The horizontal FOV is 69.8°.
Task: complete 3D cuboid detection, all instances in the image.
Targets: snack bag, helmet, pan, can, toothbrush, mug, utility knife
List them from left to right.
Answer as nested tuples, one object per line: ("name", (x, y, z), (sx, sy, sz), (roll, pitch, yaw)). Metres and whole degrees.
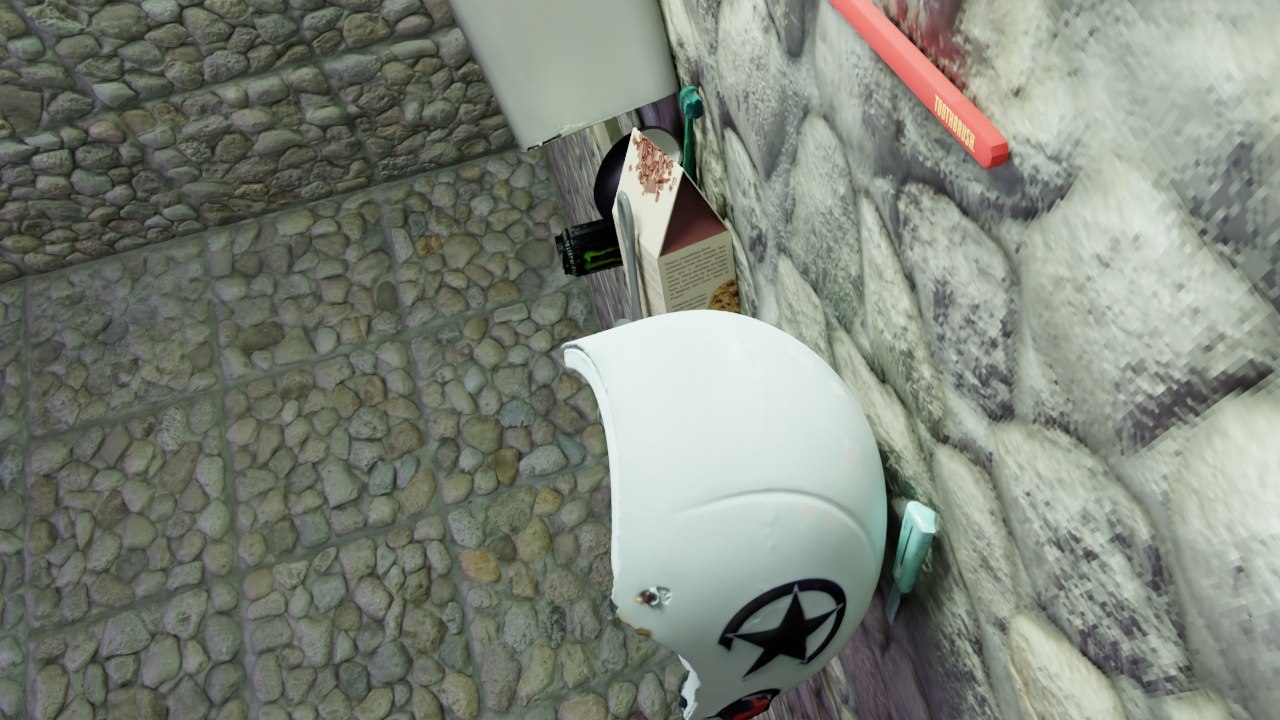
("can", (-0.018, -0.126, 0.957), (0.054, 0.137, 0.054), (164, 91, -84))
("pan", (-0.005, 0.005, 0.864), (0.216, 0.024, 0.355), (-127, 24, -49))
("mug", (0.009, -0.163, 0.881), (0.100, 0.084, 0.118), (131, 122, -71))
("snack bag", (0.030, -0.096, 0.816), (0.094, 0.069, 0.207), (53, 161, 48))
("toothbrush", (0.045, -0.172, 0.815), (0.190, 0.016, 0.017), (83, 166, -64))
("helmet", (0.065, 0.087, 0.565), (0.236, 0.164, 0.264), (-105, -4, -46))
("toothbrush", (0.090, -0.140, 0.383), (0.012, 0.018, 0.212), (79, 173, -47))
("utility knife", (0.157, 0.125, 0.542), (0.177, 0.015, 0.022), (75, 175, -57))

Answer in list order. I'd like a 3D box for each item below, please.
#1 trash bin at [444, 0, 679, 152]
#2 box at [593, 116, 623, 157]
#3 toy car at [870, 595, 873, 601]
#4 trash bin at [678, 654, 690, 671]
("trash bin", (-0.079, -0.318, 0.820), (0.197, 0.197, 0.220), (-122, 10, -74))
("box", (-0.022, -0.217, 1.100), (0.137, 0.024, 0.187), (79, 173, -67))
("toy car", (0.139, 0.159, 0.678), (0.113, 0.039, 0.039), (99, 155, -79))
("trash bin", (0.098, 0.233, 0.917), (0.133, 0.133, 0.162), (-111, 12, -46))
